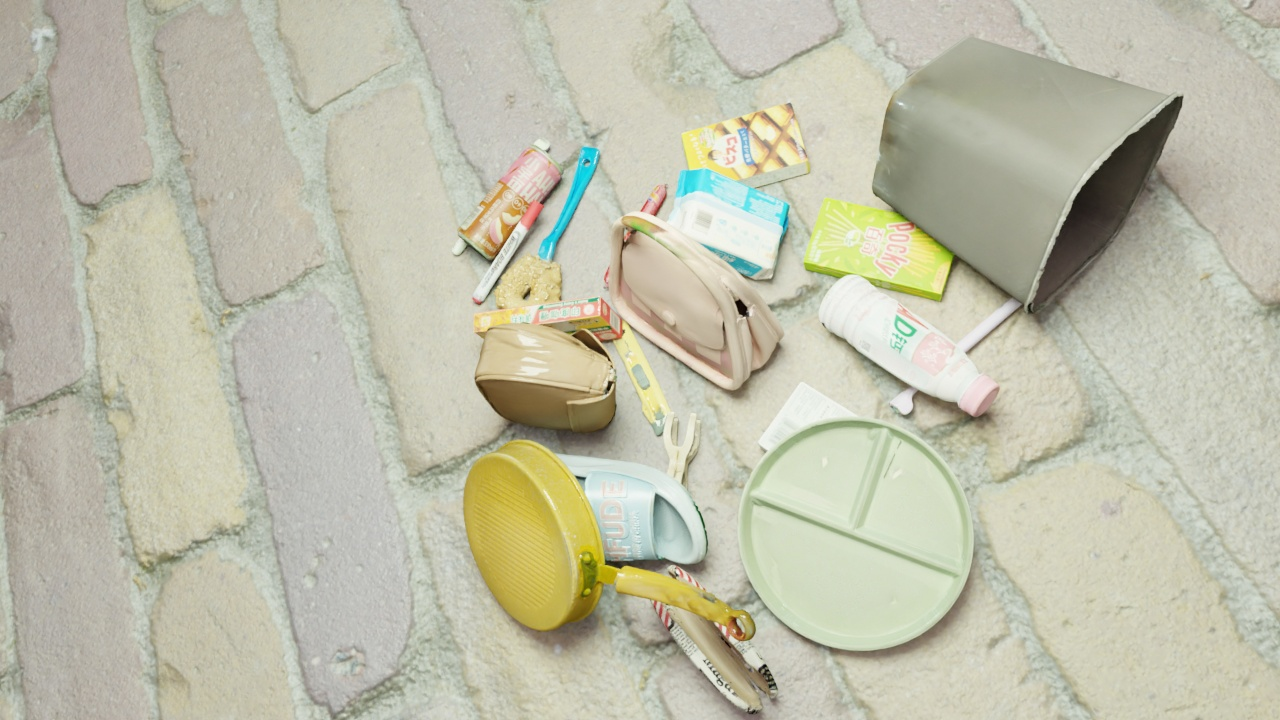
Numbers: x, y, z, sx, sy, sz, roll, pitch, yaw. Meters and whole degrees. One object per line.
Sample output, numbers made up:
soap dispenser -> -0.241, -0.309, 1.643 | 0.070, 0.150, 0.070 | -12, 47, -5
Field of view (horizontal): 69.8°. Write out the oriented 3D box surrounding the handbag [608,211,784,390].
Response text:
handbag -> 0.045, -0.081, 0.957 | 0.193, 0.234, 0.093 | 36, 79, 23

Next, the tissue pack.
tissue pack -> 0.099, -0.154, 1.044 | 0.140, 0.063, 0.090 | 20, 74, -11

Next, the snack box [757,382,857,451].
snack box -> 0.211, 0.098, 0.966 | 0.157, 0.027, 0.084 | 34, 83, 21

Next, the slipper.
slipper -> -0.047, 0.158, 0.965 | 0.246, 0.104, 0.074 | 11, 33, 22

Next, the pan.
pan -> -0.047, 0.198, 0.901 | 0.358, 0.078, 0.198 | 21, 118, 43

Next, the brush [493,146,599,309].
brush -> -0.105, -0.156, 1.133 | 0.083, 0.046, 0.254 | 14, 71, 22

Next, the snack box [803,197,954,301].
snack box -> 0.270, -0.126, 1.031 | 0.156, 0.026, 0.085 | 17, 77, 18

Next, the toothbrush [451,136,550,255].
toothbrush -> -0.180, -0.210, 1.178 | 0.189, 0.020, 0.029 | -53, 37, -6

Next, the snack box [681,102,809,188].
snack box -> 0.126, -0.251, 1.108 | 0.140, 0.034, 0.086 | -15, 68, 11

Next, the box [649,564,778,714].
box -> 0.065, 0.286, 0.920 | 0.076, 0.075, 0.163 | -41, 68, -9

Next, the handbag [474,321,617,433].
handbag -> -0.096, 0.016, 0.982 | 0.148, 0.205, 0.099 | 10, 75, 1

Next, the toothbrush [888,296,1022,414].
toothbrush -> 0.341, -0.010, 0.976 | 0.189, 0.021, 0.029 | -41, 35, -4

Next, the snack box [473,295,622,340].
snack box -> -0.106, -0.041, 1.061 | 0.156, 0.077, 0.027 | -7, 70, 17

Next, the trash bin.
trash bin -> 0.377, -0.201, 0.937 | 0.198, 0.199, 0.220 | -37, 57, -23

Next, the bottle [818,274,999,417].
bottle -> 0.277, -0.013, 0.953 | 0.068, 0.068, 0.197 | -46, 59, -5

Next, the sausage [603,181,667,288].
sausage -> -0.006, -0.153, 1.114 | 0.020, 0.020, 0.155 | 25, 78, 21

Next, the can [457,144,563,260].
can -> -0.162, -0.197, 1.144 | 0.058, 0.058, 0.147 | 37, 86, 22

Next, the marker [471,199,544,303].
marker -> -0.164, -0.133, 1.130 | 0.017, 0.017, 0.145 | 37, 97, 22

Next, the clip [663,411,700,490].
clip -> 0.039, 0.103, 0.990 | 0.034, 0.076, 0.103 | 5, 61, 15

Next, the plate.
plate -> 0.211, 0.170, 0.917 | 0.231, 0.027, 0.230 | -3, 82, 22

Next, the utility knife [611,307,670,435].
utility knife -> -0.006, 0.006, 1.064 | 0.031, 0.019, 0.176 | -26, 62, 0
